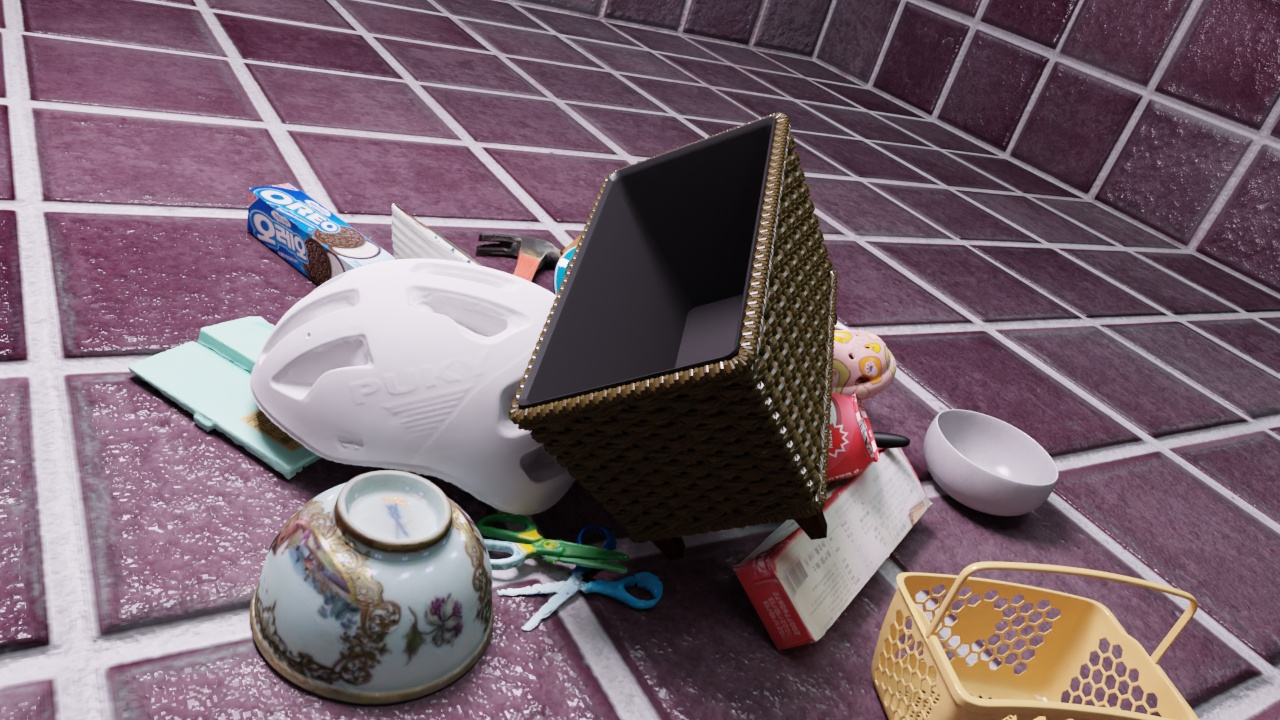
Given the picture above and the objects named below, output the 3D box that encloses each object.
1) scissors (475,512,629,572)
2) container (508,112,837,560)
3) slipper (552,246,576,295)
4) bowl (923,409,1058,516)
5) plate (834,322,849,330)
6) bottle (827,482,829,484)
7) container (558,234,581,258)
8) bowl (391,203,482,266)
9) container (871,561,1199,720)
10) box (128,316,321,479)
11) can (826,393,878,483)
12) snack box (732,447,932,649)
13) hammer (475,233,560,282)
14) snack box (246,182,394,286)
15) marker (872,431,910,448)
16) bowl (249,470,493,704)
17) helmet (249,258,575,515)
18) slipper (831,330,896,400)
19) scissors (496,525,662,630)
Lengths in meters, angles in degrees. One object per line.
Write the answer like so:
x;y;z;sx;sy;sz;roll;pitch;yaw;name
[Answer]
-0.071;0.146;0.694;0.130;0.014;0.070;12;27;13;scissors
0.059;-0.013;0.740;0.177;0.205;0.320;-14;37;25;container
0.023;-0.070;1.050;0.060;0.118;0.294;6;6;43;slipper
0.360;0.114;0.964;0.132;0.064;0.131;14;28;-8;bowl
0.172;-0.021;1.036;0.157;0.157;0.014;12;70;-11;plate
0.166;0.062;0.941;0.068;0.068;0.209;16;35;-4;bottle
-0.039;-0.109;1.104;0.063;0.061;0.114;4;44;-49;container
-0.191;-0.074;0.910;0.177;0.071;0.177;37;0;-1;bowl
0.274;0.206;0.642;0.183;0.167;0.129;10;29;-13;container
-0.316;0.024;0.782;0.187;0.033;0.136;26;24;17;box
0.133;0.080;0.821;0.143;0.074;0.074;-19;22;18;can
0.174;0.149;0.793;0.272;0.044;0.076;-25;86;-51;snack box
-0.146;-0.068;1.039;0.133;0.033;0.332;17;29;-6;hammer
-0.338;-0.120;0.990;0.226;0.060;0.059;34;36;27;snack box
0.185;0.074;0.864;0.134;0.015;0.018;3;70;6;marker
-0.167;0.130;0.602;0.160;0.094;0.159;14;28;-8;bowl
-0.175;0.009;0.768;0.282;0.184;0.223;6;16;8;helmet
0.156;-0.006;0.909;0.197;0.082;0.093;-8;35;-7;slipper
-0.053;0.163;0.700;0.133;0.015;0.104;-4;36;-24;scissors
